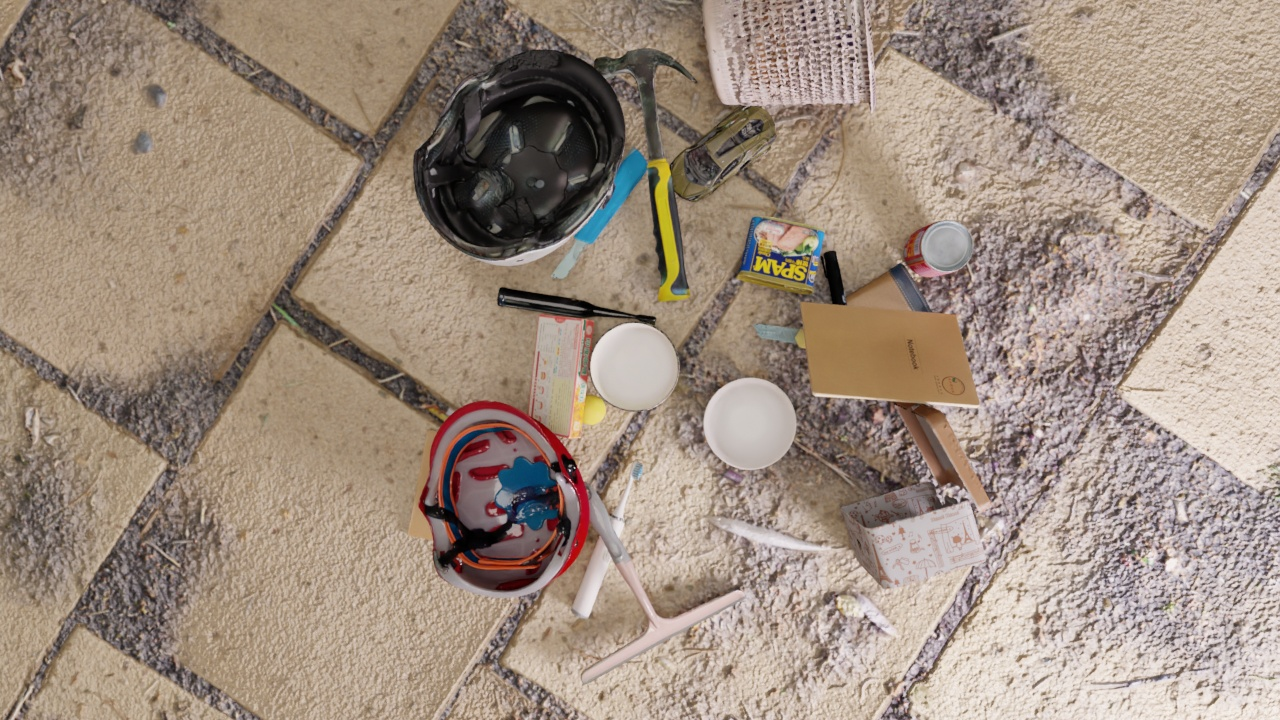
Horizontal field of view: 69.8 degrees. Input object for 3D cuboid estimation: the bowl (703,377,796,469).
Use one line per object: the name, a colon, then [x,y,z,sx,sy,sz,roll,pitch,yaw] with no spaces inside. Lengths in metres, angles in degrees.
bowl: [0.141,0.081,1.202,0.118,0.064,0.118,0,91,2]

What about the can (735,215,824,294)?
can: [0.184,-0.138,1.201,0.102,0.057,0.083,12,89,1]

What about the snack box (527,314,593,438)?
snack box: [-0.107,0.020,1.207,0.077,0.027,0.156,8,92,35]

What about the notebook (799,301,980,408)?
notebook: [0.306,-0.009,1.140,0.207,0.008,0.147,4,52,-5]

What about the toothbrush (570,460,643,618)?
toothbrush: [-0.042,0.238,1.230,0.026,0.026,0.221,23,92,41]

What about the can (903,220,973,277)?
can: [0.379,-0.142,1.177,0.066,0.094,0.066,0,91,1]

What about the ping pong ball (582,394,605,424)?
ping pong ball: [-0.066,0.065,1.219,0.040,0.040,0.040,0,91,1]

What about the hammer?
hammer: [0.027,-0.238,1.191,0.126,0.031,0.323,-7,99,12]

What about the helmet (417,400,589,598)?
helmet: [-0.160,0.173,1.162,0.207,0.144,0.240,-15,79,16]

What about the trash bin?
trash bin: [0.183,-0.406,1.129,0.192,0.227,0.227,-6,91,14]

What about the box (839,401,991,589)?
box: [0.329,0.155,1.142,0.157,0.183,0.193,-19,90,1]

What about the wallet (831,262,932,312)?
wallet: [0.318,-0.062,1.212,0.115,0.033,0.090,-31,88,3]

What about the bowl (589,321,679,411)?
bowl: [-0.007,0.007,1.203,0.116,0.066,0.116,0,92,2]

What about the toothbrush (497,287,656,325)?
toothbrush: [-0.084,-0.068,1.225,0.212,0.026,0.027,9,126,0]

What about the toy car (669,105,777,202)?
toy car: [0.107,-0.272,1.208,0.158,0.042,0.070,-39,90,4]

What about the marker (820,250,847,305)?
marker: [0.257,-0.081,1.198,0.022,0.020,0.132,-14,70,20]

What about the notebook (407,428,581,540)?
notebook: [-0.198,0.186,1.240,0.211,0.012,0.149,12,93,1]

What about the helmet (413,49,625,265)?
helmet: [-0.146,-0.238,1.157,0.230,0.157,0.273,36,81,2]

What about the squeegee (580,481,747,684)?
squeegee: [-0.020,0.270,1.201,0.247,0.040,0.249,-28,96,-3]

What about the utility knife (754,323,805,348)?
utility knife: [0.251,-0.025,1.198,0.206,0.021,0.031,8,90,5]

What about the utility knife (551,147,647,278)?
utility knife: [-0.055,-0.192,1.222,0.034,0.018,0.204,35,90,-2]
